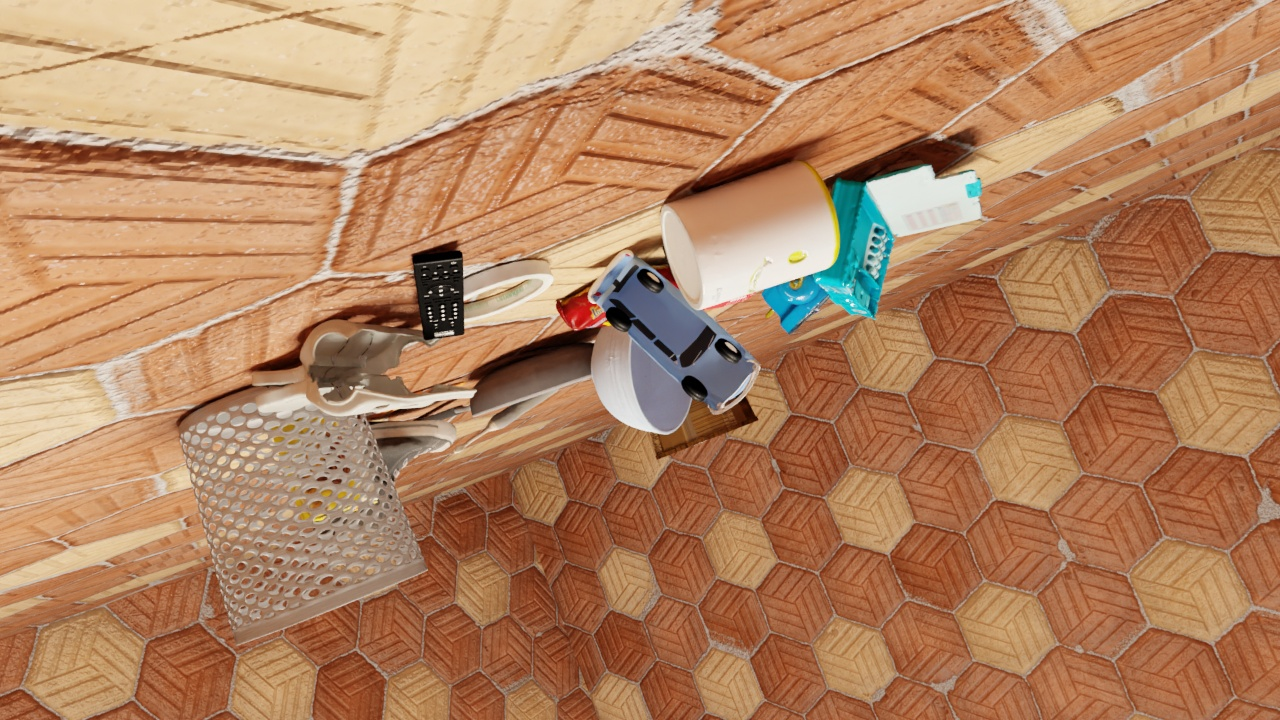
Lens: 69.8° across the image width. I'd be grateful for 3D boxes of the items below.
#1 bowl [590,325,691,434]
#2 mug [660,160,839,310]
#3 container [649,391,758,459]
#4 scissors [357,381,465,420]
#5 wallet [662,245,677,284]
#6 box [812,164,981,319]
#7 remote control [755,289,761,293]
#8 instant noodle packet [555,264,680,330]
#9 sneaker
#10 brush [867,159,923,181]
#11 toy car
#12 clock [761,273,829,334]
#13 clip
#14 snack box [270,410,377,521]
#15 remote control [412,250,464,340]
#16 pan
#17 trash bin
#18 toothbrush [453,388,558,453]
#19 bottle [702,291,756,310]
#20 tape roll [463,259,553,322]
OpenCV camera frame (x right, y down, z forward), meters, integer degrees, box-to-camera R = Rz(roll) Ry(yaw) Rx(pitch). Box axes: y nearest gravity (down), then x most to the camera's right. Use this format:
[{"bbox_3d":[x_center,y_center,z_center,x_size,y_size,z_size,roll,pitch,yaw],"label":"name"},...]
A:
[{"bbox_3d":[-0.006,0.006,1.001,0.075,0.150,0.150,-3,-176,29],"label":"bowl"},{"bbox_3d":[0.078,-0.090,0.663,0.106,0.082,0.083,-19,174,-11],"label":"mug"},{"bbox_3d":[0.051,0.019,1.118,0.132,0.167,0.132,-21,174,-3],"label":"container"},{"bbox_3d":[-0.253,0.041,1.020,0.128,0.013,0.065,-19,175,-17],"label":"scissors"},{"bbox_3d":[0.091,-0.100,0.792,0.132,0.054,0.100,-28,173,16],"label":"wallet"},{"bbox_3d":[0.231,-0.123,0.858,0.172,0.084,0.227,-46,162,12],"label":"box"},{"bbox_3d":[0.099,-0.084,1.078,0.150,0.019,0.074,-14,170,-45],"label":"remote control"},{"bbox_3d":[-0.004,-0.060,0.861,0.099,0.039,0.135,-21,174,34],"label":"instant noodle packet"},{"bbox_3d":[-0.289,0.127,1.043,0.095,0.120,0.234,-2,-179,17],"label":"sneaker"},{"bbox_3d":[0.209,-0.153,0.876,0.049,0.015,0.136,-17,172,-32],"label":"brush"},{"bbox_3d":[0.029,-0.024,0.753,0.056,0.153,0.054,-49,174,19],"label":"toy car"},{"bbox_3d":[0.192,-0.093,1.010,0.116,0.060,0.162,-41,171,-13],"label":"clock"},{"bbox_3d":[-0.208,0.000,0.675,0.152,0.104,0.126,10,180,14],"label":"clip"},{"bbox_3d":[-0.304,0.097,0.884,0.061,0.105,0.084,-21,174,-9],"label":"snack box"},{"bbox_3d":[-0.135,-0.041,0.619,0.030,0.009,0.140,-9,164,-13],"label":"remote control"},{"bbox_3d":[-0.180,0.040,1.126,0.358,0.041,0.178,-19,179,42],"label":"pan"},{"bbox_3d":[-0.284,0.117,0.763,0.156,0.183,0.156,-21,174,-3],"label":"trash bin"},{"bbox_3d":[-0.170,0.072,1.176,0.024,0.022,0.185,-31,-176,47],"label":"toothbrush"},{"bbox_3d":[0.088,-0.079,0.982,0.141,0.042,0.042,-18,173,-32],"label":"bottle"},{"bbox_3d":[-0.110,-0.051,0.687,0.093,0.013,0.093,-21,174,-2],"label":"tape roll"}]
